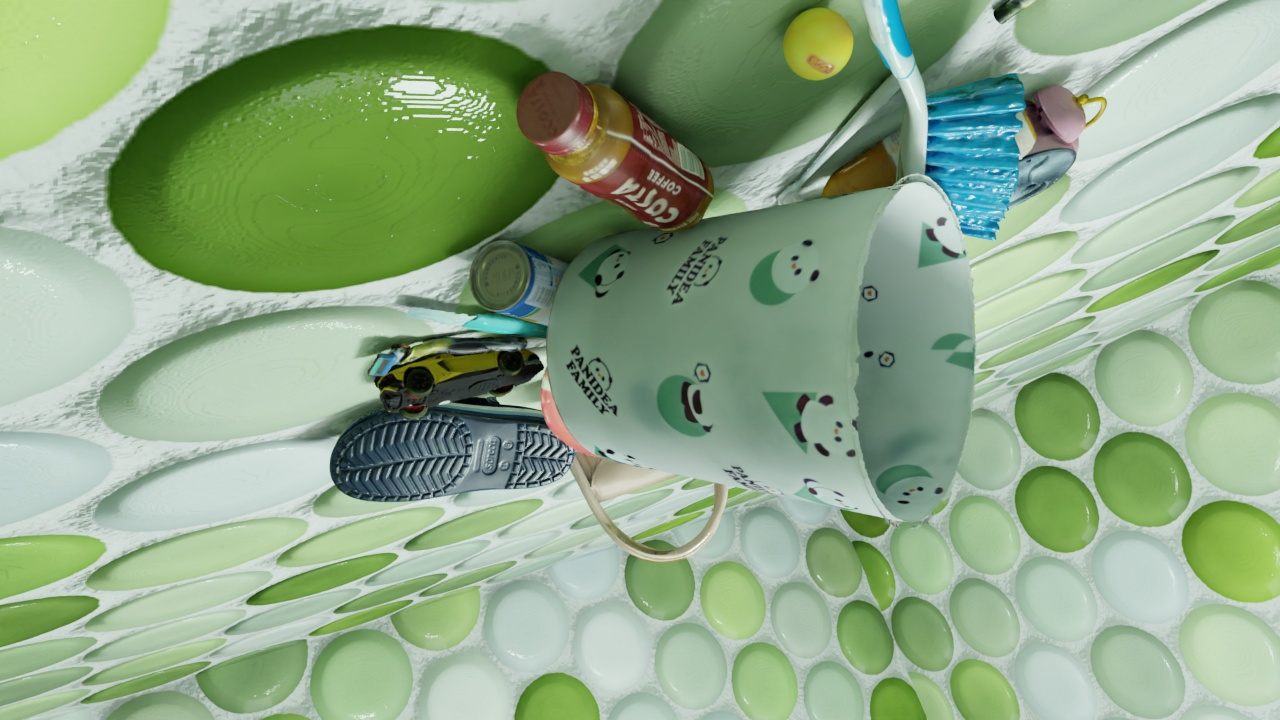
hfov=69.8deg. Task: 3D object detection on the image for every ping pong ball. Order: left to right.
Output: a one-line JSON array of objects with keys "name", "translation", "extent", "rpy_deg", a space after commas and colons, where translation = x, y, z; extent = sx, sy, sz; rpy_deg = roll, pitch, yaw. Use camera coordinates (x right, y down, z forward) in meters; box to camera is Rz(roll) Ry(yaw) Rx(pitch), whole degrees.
[{"name": "ping pong ball", "translation": [0.104, -0.185, 0.536], "extent": [0.040, 0.040, 0.040], "rpy_deg": [-19, 164, -6]}]

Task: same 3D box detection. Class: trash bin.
[{"name": "trash bin", "translation": [0.084, -0.009, 0.666], "extent": [0.252, 0.229, 0.229], "rpy_deg": [2, 180, 36]}]

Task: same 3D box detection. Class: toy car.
[{"name": "toy car", "translation": [-0.166, 0.015, 0.852], "extent": [0.155, 0.041, 0.071], "rpy_deg": [-12, 162, -23]}]

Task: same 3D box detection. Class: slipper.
[{"name": "slipper", "translation": [-0.194, 0.083, 0.963], "extent": [0.252, 0.105, 0.095], "rpy_deg": [-1, -160, -19]}]

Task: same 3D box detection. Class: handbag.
[{"name": "handbag", "translation": [0.010, 0.115, 1.050], "extent": [0.193, 0.234, 0.093], "rpy_deg": [-18, 172, -2]}]

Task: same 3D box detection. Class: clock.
[{"name": "clock", "translation": [0.326, -0.181, 0.796], "extent": [0.159, 0.059, 0.117], "rpy_deg": [-24, 163, 16]}]

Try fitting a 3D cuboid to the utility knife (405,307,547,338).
[{"name": "utility knife", "translation": [-0.125, -0.033, 0.797], "extent": [0.029, 0.013, 0.221], "rpy_deg": [-26, 166, 25]}]

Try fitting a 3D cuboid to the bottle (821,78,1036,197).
[{"name": "bottle", "translation": [0.214, -0.150, 0.735], "extent": [0.190, 0.068, 0.068], "rpy_deg": [-29, 162, 25]}]

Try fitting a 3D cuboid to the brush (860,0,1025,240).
[{"name": "brush", "translation": [0.188, -0.165, 0.579], "extent": [0.109, 0.060, 0.315], "rpy_deg": [-4, 155, 11]}]

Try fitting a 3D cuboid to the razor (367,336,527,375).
[{"name": "razor", "translation": [-0.165, -0.011, 0.802], "extent": [0.142, 0.022, 0.043], "rpy_deg": [-8, 165, -30]}]

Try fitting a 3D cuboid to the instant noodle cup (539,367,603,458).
[{"name": "instant noodle cup", "translation": [-0.005, 0.005, 0.880], "extent": [0.193, 0.065, 0.194], "rpy_deg": [-9, 131, -10]}]

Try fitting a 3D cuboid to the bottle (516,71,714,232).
[{"name": "bottle", "translation": [-0.012, -0.124, 0.559], "extent": [0.058, 0.057, 0.174], "rpy_deg": [-27, 163, 21]}]

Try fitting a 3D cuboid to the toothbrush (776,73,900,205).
[{"name": "toothbrush", "translation": [0.154, -0.166, 0.706], "extent": [0.016, 0.016, 0.181], "rpy_deg": [-15, 163, -28]}]

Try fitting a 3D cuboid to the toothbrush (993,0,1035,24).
[{"name": "toothbrush", "translation": [0.299, -0.269, 0.557], "extent": [0.017, 0.012, 0.186], "rpy_deg": [6, 150, -47]}]

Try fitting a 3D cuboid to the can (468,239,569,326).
[{"name": "can", "translation": [-0.073, -0.054, 0.719], "extent": [0.053, 0.053, 0.134], "rpy_deg": [-27, 163, 21]}]

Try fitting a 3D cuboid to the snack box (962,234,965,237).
[{"name": "snack box", "translation": [0.247, -0.105, 0.898], "extent": [0.140, 0.033, 0.087], "rpy_deg": [-20, 165, -4]}]
